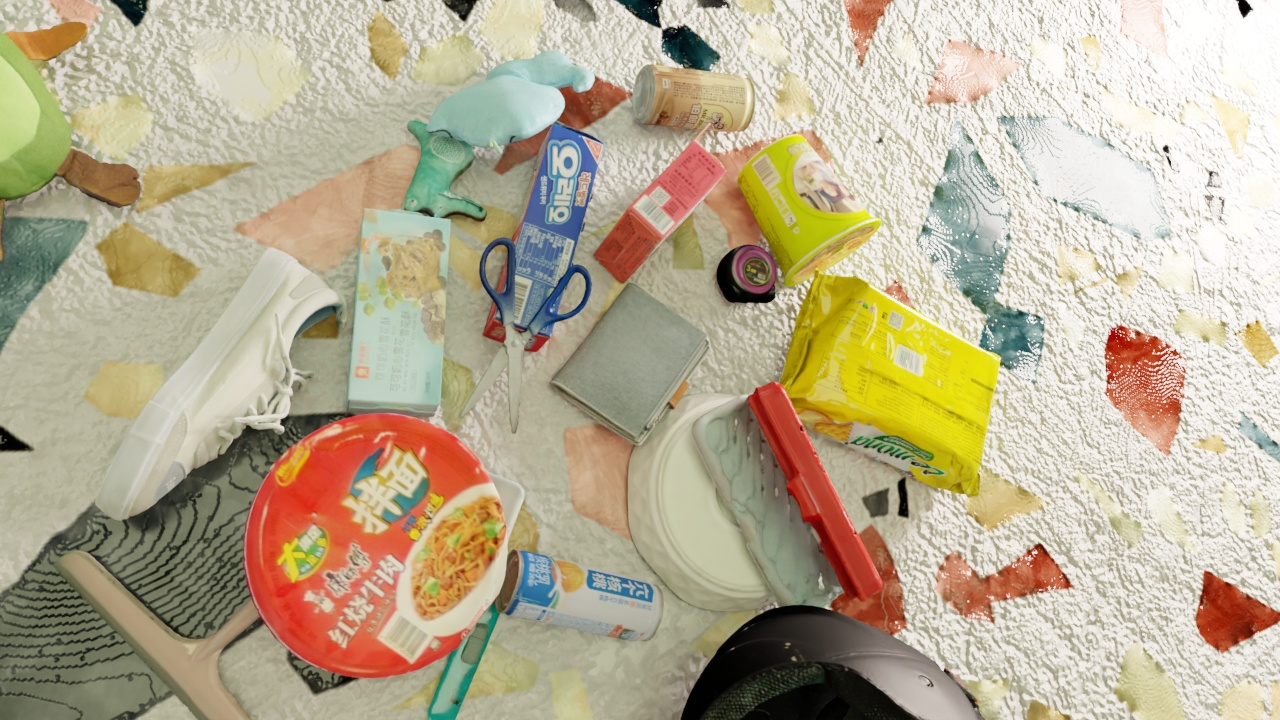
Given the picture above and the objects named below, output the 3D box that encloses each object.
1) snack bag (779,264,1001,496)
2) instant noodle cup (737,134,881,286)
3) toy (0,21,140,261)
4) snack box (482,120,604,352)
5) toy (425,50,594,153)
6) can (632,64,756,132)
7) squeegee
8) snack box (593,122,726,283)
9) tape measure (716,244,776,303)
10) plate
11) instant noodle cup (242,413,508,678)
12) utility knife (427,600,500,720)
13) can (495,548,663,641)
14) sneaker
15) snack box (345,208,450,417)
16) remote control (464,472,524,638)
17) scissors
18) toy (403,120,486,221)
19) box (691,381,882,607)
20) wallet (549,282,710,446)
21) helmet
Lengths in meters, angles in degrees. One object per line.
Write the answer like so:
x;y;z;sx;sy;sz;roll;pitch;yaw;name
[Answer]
0.256;0.018;0.918;0.246;0.068;0.157;25;70;-16;snack bag
0.162;-0.157;0.925;0.111;0.112;0.123;-25;77;-24;instant noodle cup
-0.518;-0.194;0.695;0.246;0.090;0.226;50;59;-5;toy
-0.088;-0.115;0.844;0.057;0.058;0.207;18;71;-14;snack box
-0.118;-0.238;0.845;0.161;0.050;0.156;-11;41;-5;toy
0.054;-0.266;0.936;0.116;0.059;0.058;0;75;-19;can
-0.266;0.162;0.717;0.247;0.040;0.249;47;65;-2;squeegee
0.024;-0.145;0.862;0.044;0.113;0.126;43;66;-3;snack box
0.105;-0.085;0.917;0.057;0.039;0.058;-3;82;-21;tape measure
0.089;0.127;0.850;0.204;0.046;0.204;5;74;-18;plate
-0.202;0.140;0.698;0.193;0.066;0.193;9;72;-28;instant noodle cup
-0.142;0.244;0.753;0.029;0.013;0.186;27;69;-12;utility knife
-0.050;0.199;0.770;0.134;0.053;0.053;18;70;-21;can
-0.314;0.027;0.715;0.090;0.090;0.241;33;61;-14;sneaker
-0.207;-0.040;0.785;0.074;0.052;0.174;5;74;-19;snack box
-0.144;0.160;0.766;0.056;0.020;0.135;18;69;3;remote control
-0.099;-0.027;0.781;0.163;0.012;0.162;-20;86;-20;scissors
-0.181;-0.166;0.841;0.096;0.030;0.091;21;74;-11;toy
0.122;0.126;0.806;0.098;0.095;0.201;-27;87;5;box
-0.005;0.005;0.855;0.106;0.037;0.129;35;66;4;wallet
0.157;0.322;0.723;0.274;0.230;0.233;32;98;-12;helmet
